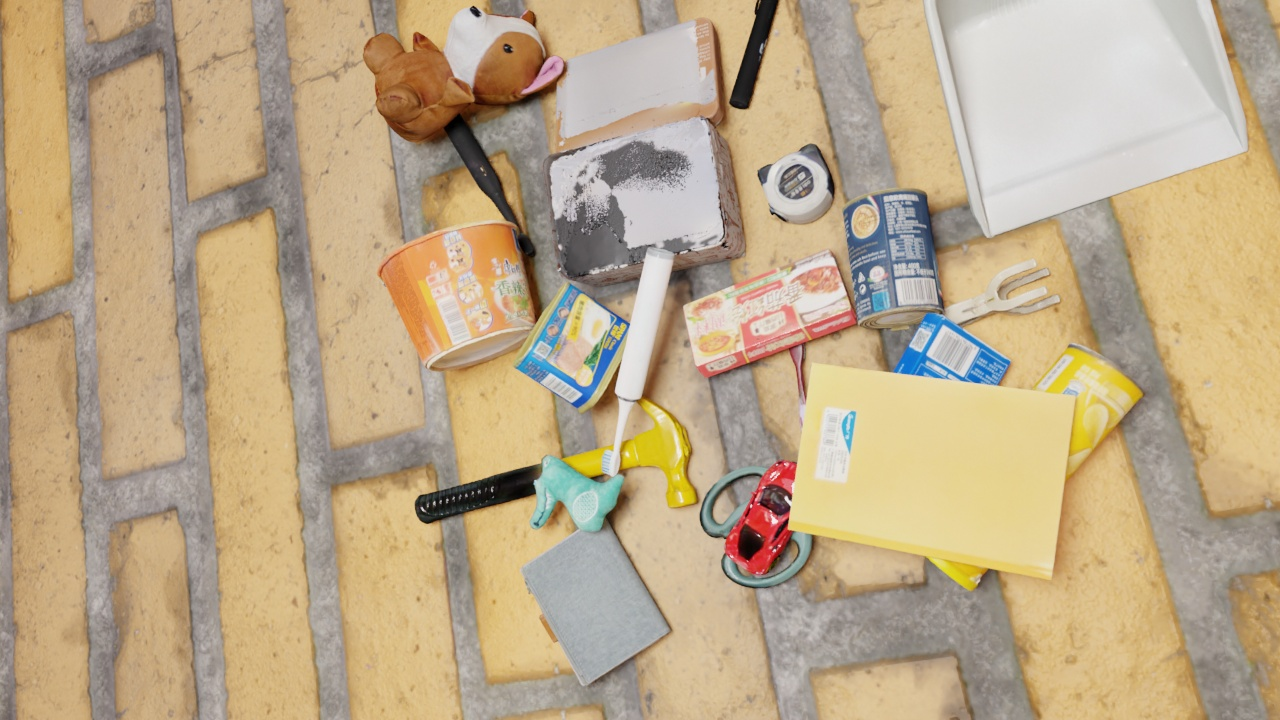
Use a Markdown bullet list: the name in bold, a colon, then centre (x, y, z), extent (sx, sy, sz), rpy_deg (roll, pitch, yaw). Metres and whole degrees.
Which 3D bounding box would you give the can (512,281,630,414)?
- **can**: centre (-0.063, -0.014, 0.888), extent (0.083, 0.057, 0.101), rpy_deg (34, 61, -11)

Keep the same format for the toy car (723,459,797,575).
- **toy car**: centre (0.115, 0.138, 0.816), extent (0.049, 0.031, 0.106), rpy_deg (33, 99, 25)

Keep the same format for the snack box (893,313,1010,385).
- **snack box**: centre (0.244, 0.047, 0.787), extent (0.084, 0.026, 0.157), rpy_deg (28, 93, -20)

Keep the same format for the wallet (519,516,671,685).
- **wallet**: centre (-0.047, 0.233, 0.887), extent (0.106, 0.037, 0.129), rpy_deg (-33, 73, 2)

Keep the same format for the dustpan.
- **dustpan**: centre (0.354, -0.274, 0.764), extent (0.223, 0.142, 0.257), rpy_deg (-18, 74, 17)

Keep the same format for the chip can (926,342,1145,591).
- **chip can**: centre (0.313, 0.088, 0.757), extent (0.072, 0.072, 0.213), rpy_deg (40, 96, 21)

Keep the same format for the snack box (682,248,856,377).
- **snack box**: centre (0.119, -0.044, 0.863), extent (0.153, 0.025, 0.075), rpy_deg (-21, 54, 16)

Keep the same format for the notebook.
- **notebook**: centre (0.231, 0.084, 0.742), extent (0.206, 0.010, 0.146), rpy_deg (7, 85, 21)

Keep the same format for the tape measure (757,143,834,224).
- **tape measure**: centre (0.151, -0.165, 0.878), extent (0.066, 0.033, 0.066), rpy_deg (-22, 72, 18)

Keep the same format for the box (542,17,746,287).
- **box**: centre (-0.002, -0.215, 0.918), extent (0.179, 0.102, 0.260), rpy_deg (-10, 83, 19)

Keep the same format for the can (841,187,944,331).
- **can**: centre (0.224, -0.088, 0.816), extent (0.075, 0.075, 0.111), rpy_deg (-9, 79, 19)

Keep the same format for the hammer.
- **hammer**: centre (-0.093, 0.115, 0.924), extent (0.301, 0.033, 0.128), rpy_deg (-17, 75, 17)

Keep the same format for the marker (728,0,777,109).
- **marker**: centre (0.115, -0.318, 0.923), extent (0.022, 0.020, 0.132), rpy_deg (15, 87, 11)

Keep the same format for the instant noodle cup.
- **instant noodle cup**: centre (-0.177, -0.060, 0.929), extent (0.151, 0.151, 0.111), rpy_deg (-23, 82, 16)

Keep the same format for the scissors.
- **scissors**: centre (0.141, 0.153, 0.828), extent (0.186, 0.019, 0.129), rpy_deg (-14, 79, 27)

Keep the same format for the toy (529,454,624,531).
- **toy**: centre (-0.068, 0.131, 0.881), extent (0.092, 0.030, 0.096), rpy_deg (33, 101, 26)

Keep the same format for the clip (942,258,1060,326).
- **clip**: centre (0.308, -0.056, 0.787), extent (0.101, 0.096, 0.035), rpy_deg (-15, 76, 6)

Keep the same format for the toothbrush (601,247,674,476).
- **toothbrush**: centre (-0.005, 0.005, 0.857), extent (0.026, 0.026, 0.221), rpy_deg (21, 105, 34)

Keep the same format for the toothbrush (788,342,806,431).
- **toothbrush**: centre (0.156, 0.064, 0.851), extent (0.016, 0.017, 0.187), rpy_deg (-11, 80, 26)

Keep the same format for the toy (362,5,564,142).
- **toy**: centre (-0.189, -0.316, 0.975), extent (0.199, 0.131, 0.140), rpy_deg (-16, 62, -11)

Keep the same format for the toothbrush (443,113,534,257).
- **toothbrush**: centre (-0.168, -0.198, 1.007), extent (0.026, 0.027, 0.212), rpy_deg (-31, 73, -3)
